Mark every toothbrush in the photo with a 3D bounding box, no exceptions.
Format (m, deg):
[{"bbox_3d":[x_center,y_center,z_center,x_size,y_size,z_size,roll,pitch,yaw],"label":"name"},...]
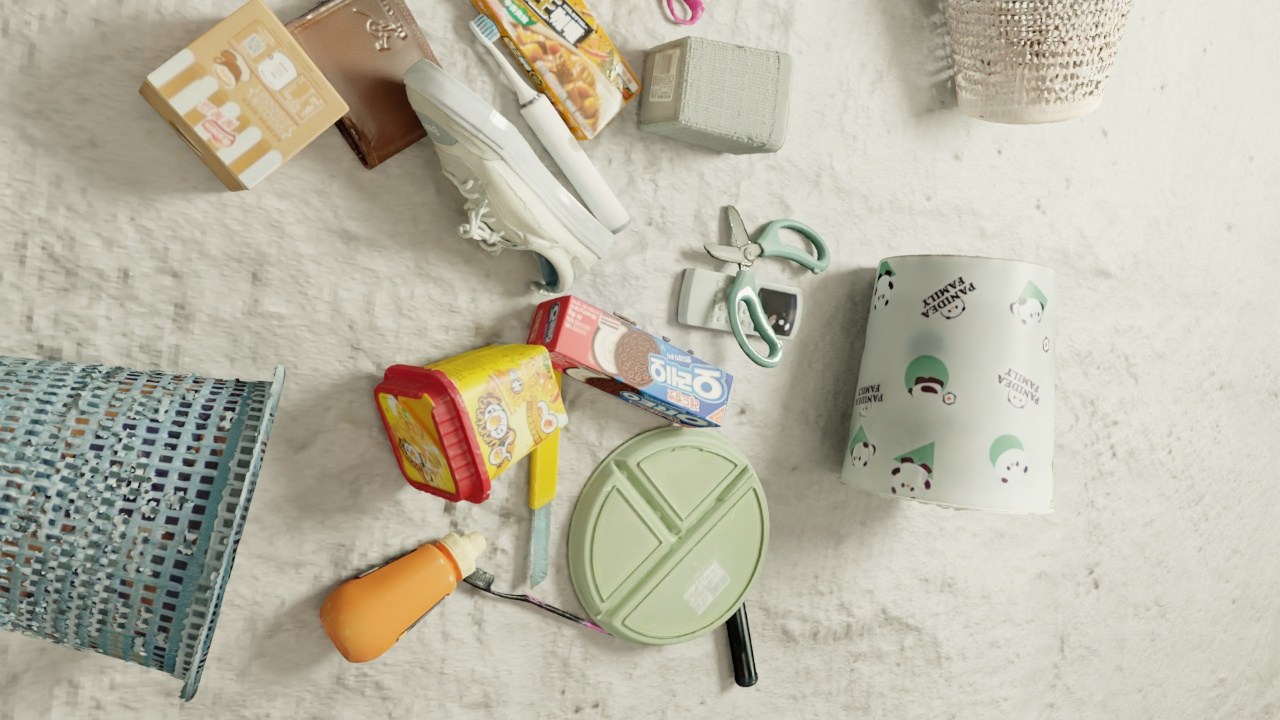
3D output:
[{"bbox_3d":[-0.078,-0.202,0.803,0.026,0.026,0.221,-26,119,20],"label":"toothbrush"},{"bbox_3d":[-0.092,0.234,0.881,0.189,0.014,0.017,32,69,-33],"label":"toothbrush"},{"bbox_3d":[0.102,0.256,0.997,0.027,0.026,0.213,-12,104,-12],"label":"toothbrush"}]

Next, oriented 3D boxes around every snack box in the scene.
[{"bbox_3d":[-0.005,0.005,0.859,0.207,0.057,0.058,26,70,-33],"label":"snack box"},{"bbox_3d":[-0.281,-0.185,0.650,0.094,0.077,0.093,-46,119,-18],"label":"snack box"},{"bbox_3d":[-0.070,-0.273,0.795,0.075,0.026,0.154,-49,119,-16],"label":"snack box"}]

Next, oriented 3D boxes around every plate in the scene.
[{"bbox_3d":[0.037,0.181,0.929,0.229,0.027,0.230,-3,97,-25],"label":"plate"}]

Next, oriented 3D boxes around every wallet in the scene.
[{"bbox_3d":[-0.206,-0.226,0.718,0.101,0.032,0.124,-42,119,-22],"label":"wallet"}]

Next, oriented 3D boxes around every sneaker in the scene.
[{"bbox_3d":[-0.119,-0.137,0.748,0.090,0.089,0.242,-49,136,-2],"label":"sneaker"}]

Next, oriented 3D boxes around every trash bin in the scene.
[{"bbox_3d":[-0.357,0.088,0.590,0.195,0.227,0.226,16,90,-20],"label":"trash bin"},{"bbox_3d":[0.428,-0.368,0.992,0.227,0.227,0.192,-23,122,-27],"label":"trash bin"},{"bbox_3d":[0.341,0.022,0.995,0.229,0.230,0.252,5,91,-32],"label":"trash bin"}]

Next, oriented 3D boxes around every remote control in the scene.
[{"bbox_3d":[0.106,-0.057,0.946,0.149,0.021,0.058,7,95,-32],"label":"remote control"}]

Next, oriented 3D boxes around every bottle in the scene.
[{"bbox_3d":[-0.195,0.193,0.785,0.149,0.067,0.067,-32,114,-31],"label":"bottle"}]

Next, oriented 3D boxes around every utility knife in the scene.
[{"bbox_3d":[-0.093,0.101,0.854,0.033,0.015,0.230,0,97,-32],"label":"utility knife"}]

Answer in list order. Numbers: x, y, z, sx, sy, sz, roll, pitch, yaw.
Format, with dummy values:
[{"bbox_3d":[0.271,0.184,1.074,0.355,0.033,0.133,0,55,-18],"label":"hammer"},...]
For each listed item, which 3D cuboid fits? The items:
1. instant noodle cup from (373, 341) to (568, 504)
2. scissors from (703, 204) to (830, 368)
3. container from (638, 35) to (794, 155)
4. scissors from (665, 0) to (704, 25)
[{"bbox_3d":[-0.137,0.043,0.768,0.123,0.116,0.116,-29,113,-37],"label":"instant noodle cup"},{"bbox_3d":[0.140,-0.079,0.943,0.169,0.019,0.175,-10,85,-34],"label":"scissors"},{"bbox_3d":[0.067,-0.245,0.850,0.114,0.090,0.090,3,97,-29],"label":"container"},{"bbox_3d":[0.017,-0.371,0.840,0.133,0.017,0.136,37,82,-27],"label":"scissors"}]
